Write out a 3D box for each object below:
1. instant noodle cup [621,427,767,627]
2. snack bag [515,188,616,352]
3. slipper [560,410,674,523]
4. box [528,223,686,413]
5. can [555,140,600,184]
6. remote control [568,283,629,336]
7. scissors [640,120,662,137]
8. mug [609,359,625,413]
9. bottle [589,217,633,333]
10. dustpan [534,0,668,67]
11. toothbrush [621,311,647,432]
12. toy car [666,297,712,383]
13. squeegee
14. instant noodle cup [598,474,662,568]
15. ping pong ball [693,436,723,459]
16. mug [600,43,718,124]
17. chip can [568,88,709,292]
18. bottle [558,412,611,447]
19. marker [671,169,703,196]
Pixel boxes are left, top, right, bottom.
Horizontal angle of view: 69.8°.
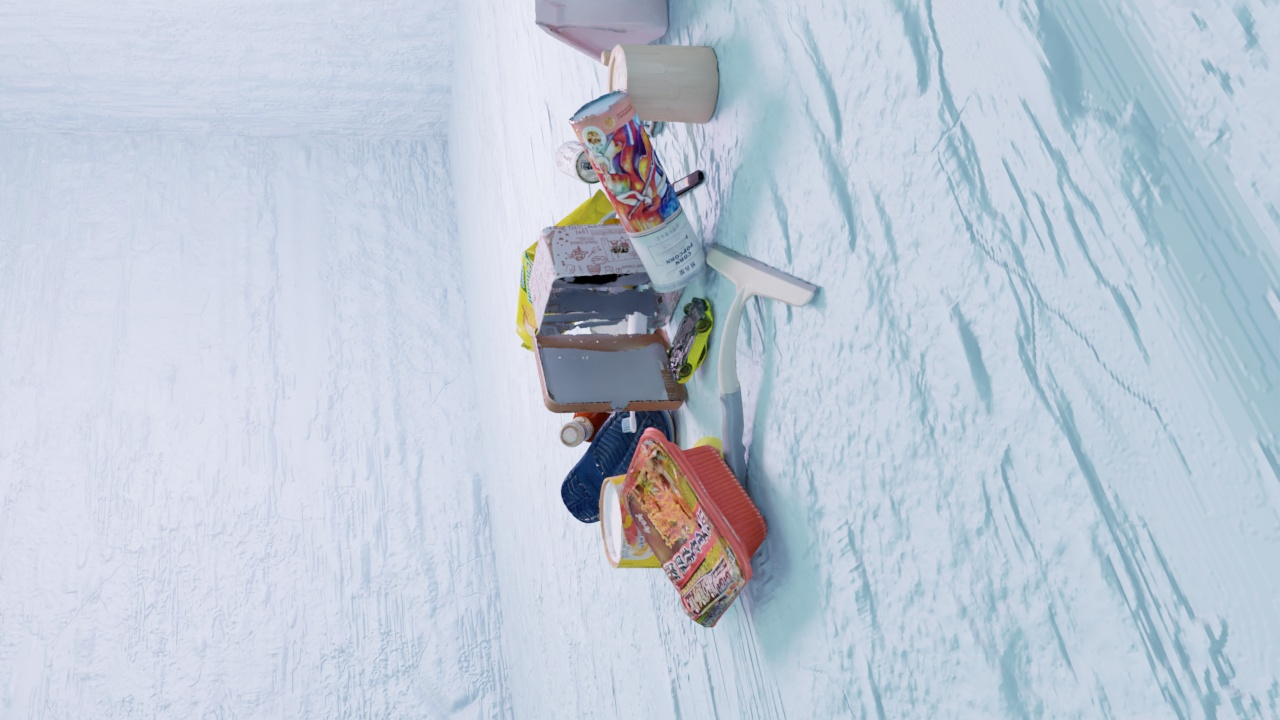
[{"bbox_3d":[0.058,0.168,0.963,0.188,0.079,0.165,55,150,23],"label":"instant noodle cup"},{"bbox_3d":[-0.117,-0.127,1.356,0.068,0.157,0.247,34,146,11],"label":"snack bag"},{"bbox_3d":[-0.020,0.138,1.255,0.105,0.095,0.254,46,130,8],"label":"slipper"},{"bbox_3d":[-0.034,-0.043,1.111,0.157,0.183,0.193,111,149,-54],"label":"box"},{"bbox_3d":[-0.094,-0.317,1.465,0.146,0.058,0.058,-135,45,-66],"label":"can"},{"bbox_3d":[-0.051,-0.061,1.297,0.135,0.019,0.056,35,139,14],"label":"remote control"},{"bbox_3d":[0.001,-0.259,1.236,0.170,0.019,0.178,161,104,-71],"label":"scissors"},{"bbox_3d":[-0.033,0.038,1.299,0.114,0.081,0.106,53,178,-9],"label":"mug"},{"bbox_3d":[-0.043,-0.113,1.318,0.068,0.068,0.190,-109,23,-43],"label":"bottle"},{"bbox_3d":[-0.069,-0.472,1.118,0.139,0.272,0.222,1,91,48],"label":"dustpan"},{"bbox_3d":[-0.007,0.007,1.190,0.220,0.026,0.027,-86,-21,-43],"label":"toothbrush"},{"bbox_3d":[0.061,-0.023,1.059,0.048,0.032,0.105,-118,41,-55],"label":"toy car"},{"bbox_3d":[0.097,0.020,0.934,0.246,0.039,0.247,-136,45,-66],"label":"squeegee"},{"bbox_3d":[0.014,0.191,1.113,0.138,0.109,0.138,178,91,-74],"label":"instant noodle cup"},{"bbox_3d":[0.076,0.103,1.011,0.040,0.040,0.040,176,91,-73],"label":"ping pong ball"},{"bbox_3d":[0.018,-0.317,1.023,0.124,0.103,0.084,-113,26,-47],"label":"mug"},{"bbox_3d":[0.001,-0.181,0.992,0.215,0.071,0.071,61,175,-26],"label":"chip can"},{"bbox_3d":[-0.074,0.091,1.325,0.205,0.060,0.060,-24,-67,-77],"label":"bottle"},{"bbox_3d":[0.049,-0.207,1.097,0.124,0.015,0.018,173,92,-70],"label":"marker"}]
